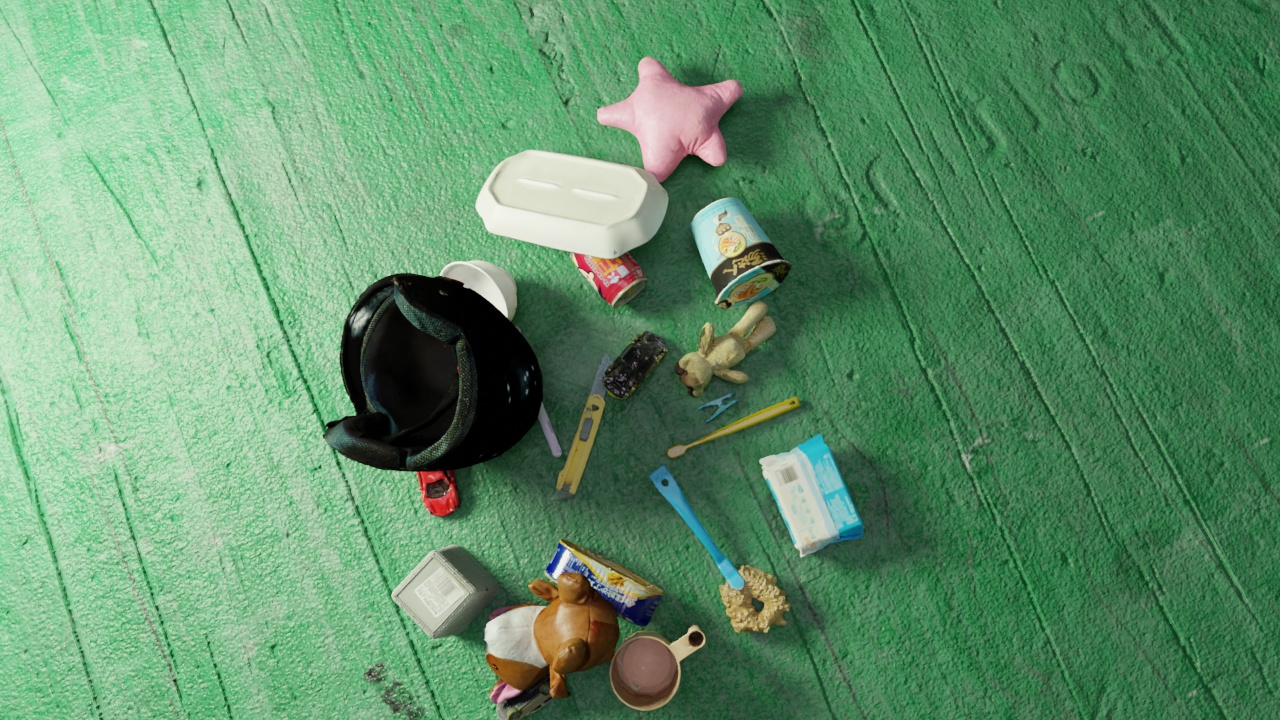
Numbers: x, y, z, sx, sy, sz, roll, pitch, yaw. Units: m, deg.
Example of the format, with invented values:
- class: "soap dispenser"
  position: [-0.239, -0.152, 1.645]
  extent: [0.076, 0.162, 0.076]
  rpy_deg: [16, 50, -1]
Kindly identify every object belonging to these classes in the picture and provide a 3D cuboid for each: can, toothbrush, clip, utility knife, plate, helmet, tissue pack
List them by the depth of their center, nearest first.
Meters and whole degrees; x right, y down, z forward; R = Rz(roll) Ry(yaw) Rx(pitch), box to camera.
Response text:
- class: "helmet"
  position: [-0.256, 0.016, 1.139]
  extent: [0.275, 0.229, 0.234]
  rpy_deg: [40, 106, 39]
- class: "can"
  position: [-0.047, 0.280, 1.158]
  extent: [0.148, 0.074, 0.049]
  rpy_deg: [26, 84, 7]
- class: "tissue pack"
  position: [0.219, 0.174, 1.173]
  extent: [0.090, 0.063, 0.140]
  rpy_deg: [-22, 78, -1]
- class: "toothbrush"
  position: [0.123, 0.090, 1.218]
  extent: [0.190, 0.016, 0.015]
  rpy_deg: [-22, 78, -4]
- class: "clip"
  position: [0.105, 0.060, 1.224]
  extent: [0.056, 0.014, 0.040]
  rpy_deg: [-31, 80, -5]
- class: "utility knife"
  position: [-0.072, 0.090, 1.227]
  extent: [0.031, 0.021, 0.206]
  rpy_deg: [18, 76, -1]
- class: "plate"
  position: [-0.096, -0.222, 1.231]
  extent: [0.266, 0.034, 0.161]
  rpy_deg: [15, 60, 17]
- class: "toothbrush"
  position: [-0.142, 0.041, 1.234]
  extent: [0.021, 0.029, 0.189]
  rpy_deg: [-29, 79, 37]
- class: "can"
  position: [-0.042, -0.125, 1.237]
  extent: [0.066, 0.066, 0.094]
  rpy_deg: [-38, 80, -6]

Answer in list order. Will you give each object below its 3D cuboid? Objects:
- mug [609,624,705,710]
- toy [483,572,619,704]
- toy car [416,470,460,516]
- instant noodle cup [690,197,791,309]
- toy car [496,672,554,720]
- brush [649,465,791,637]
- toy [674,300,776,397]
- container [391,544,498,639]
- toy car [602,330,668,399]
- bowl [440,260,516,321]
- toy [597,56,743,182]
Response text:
- class: "mug"
  position: [0.023, 0.364, 1.123]
  extent: [0.124, 0.103, 0.084]
  rpy_deg: [-33, 80, -5]
- class: "toy"
  position: [-0.124, 0.335, 1.102]
  extent: [0.130, 0.200, 0.140]
  rpy_deg: [26, 53, -32]
- class: "toy car"
  position: [-0.270, 0.153, 1.211]
  extent: [0.049, 0.031, 0.106]
  rpy_deg: [-16, 81, 0]
- class: "instant noodle cup"
  position: [0.124, -0.147, 1.222]
  extent: [0.111, 0.111, 0.120]
  rpy_deg: [-25, 72, -3]
- class: "toy car"
  position: [-0.138, 0.420, 1.149]
  extent: [0.090, 0.042, 0.035]
  rpy_deg: [-34, 119, -8]
- class: "brush"
  position: [0.096, 0.242, 1.169]
  extent: [0.083, 0.046, 0.254]
  rpy_deg: [-37, 86, -2]
- class: "toy"
  position: [0.114, -0.018, 1.220]
  extent: [0.157, 0.066, 0.105]
  rpy_deg: [-38, 123, -9]
- class: "container"
  position: [-0.244, 0.288, 1.141]
  extent: [0.090, 0.114, 0.090]
  rpy_deg: [42, 83, 9]
- class: "toy car"
  position: [-0.007, 0.007, 1.230]
  extent: [0.048, 0.032, 0.105]
  rpy_deg: [38, 71, 8]
- class: "bowl"
  position: [-0.205, -0.091, 1.230]
  extent: [0.118, 0.119, 0.064]
  rpy_deg: [37, 44, 8]
- class: "toy"
  position: [0.034, -0.328, 1.271]
  extent: [0.195, 0.074, 0.178]
  rpy_deg: [17, 84, 8]
